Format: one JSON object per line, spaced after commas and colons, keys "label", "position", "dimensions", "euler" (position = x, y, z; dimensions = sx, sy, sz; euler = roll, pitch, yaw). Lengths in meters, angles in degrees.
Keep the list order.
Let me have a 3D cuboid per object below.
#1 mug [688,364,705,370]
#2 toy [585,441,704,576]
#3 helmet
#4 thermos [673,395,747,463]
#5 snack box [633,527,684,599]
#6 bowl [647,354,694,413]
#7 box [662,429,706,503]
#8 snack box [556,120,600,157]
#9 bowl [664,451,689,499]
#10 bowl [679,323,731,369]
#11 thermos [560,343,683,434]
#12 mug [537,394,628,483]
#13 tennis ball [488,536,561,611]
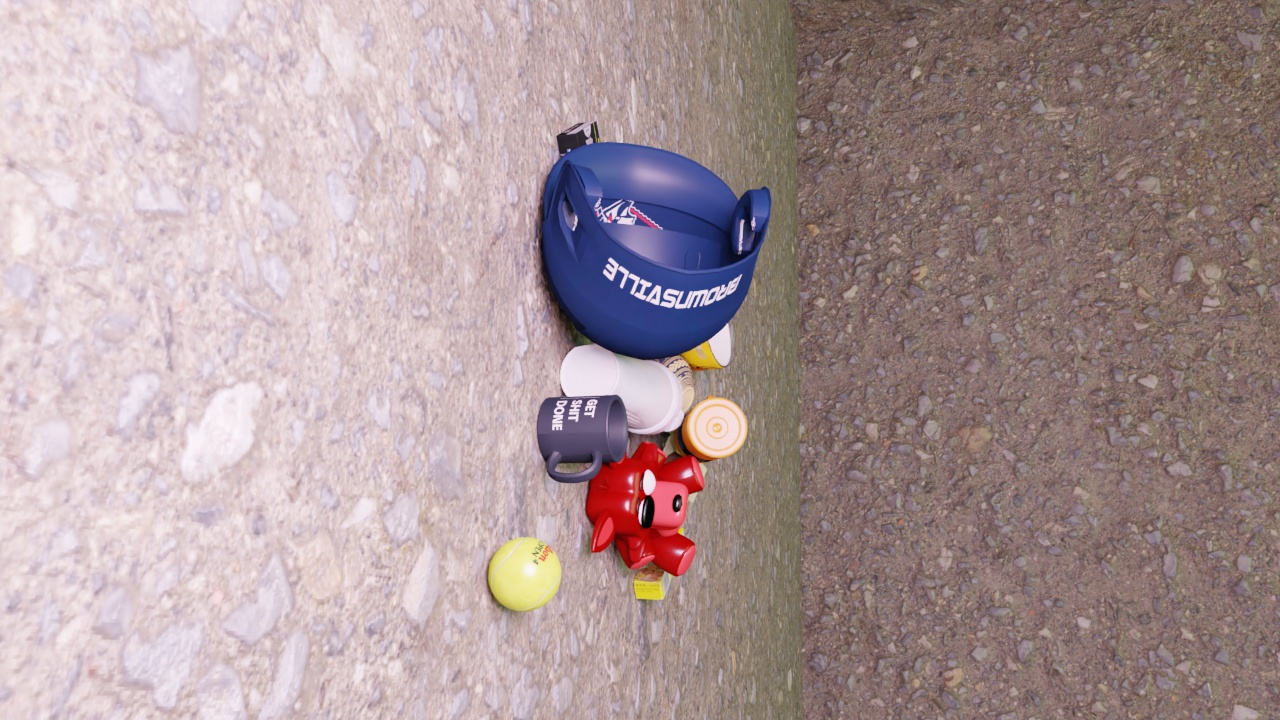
{"label": "mug", "position": [0.080, -0.051, 1.498], "dimensions": [0.112, 0.077, 0.096], "euler": [60, 2, 30]}
{"label": "toy", "position": [0.003, 0.173, 1.119], "dimensions": [0.197, 0.121, 0.158], "euler": [40, 57, -59]}
{"label": "helmet", "position": [0.005, -0.128, 0.987], "dimensions": [0.224, 0.232, 0.271], "euler": [119, -29, -56]}
{"label": "thermos", "position": [0.094, 0.095, 1.250], "dimensions": [0.076, 0.091, 0.233], "euler": [48, -8, 4]}
{"label": "snack box", "position": [0.028, 0.285, 1.303], "dimensions": [0.147, 0.040, 0.029], "euler": [-54, 139, -64]}
{"label": "bowl", "position": [0.038, 0.044, 1.260], "dimensions": [0.112, 0.061, 0.113], "euler": [-38, 140, -41]}
{"label": "box", "position": [0.066, 0.144, 1.457], "dimensions": [0.188, 0.047, 0.140], "euler": [53, 36, -62]}
{"label": "snack box", "position": [-0.063, -0.205, 1.101], "dimensions": [0.080, 0.025, 0.148], "euler": [-59, 143, -62]}
{"label": "bowl", "position": [0.048, 0.194, 1.346], "dimensions": [0.117, 0.030, 0.118], "euler": [-48, 146, -49]}
{"label": "bowl", "position": [0.080, -0.041, 1.306], "dimensions": [0.117, 0.068, 0.117], "euler": [-11, 90, -67]}
{"label": "thermos", "position": [-0.018, 0.031, 1.106], "dimensions": [0.220, 0.099, 0.099], "euler": [29, 59, -66]}
{"label": "mug", "position": [-0.063, 0.085, 0.959], "dimensions": [0.104, 0.077, 0.071], "euler": [-76, 157, -44]}
{"label": "tennis ball", "position": [-0.104, 0.192, 0.824], "dimensions": [0.065, 0.065, 0.065], "euler": [-2, 89, -73]}
